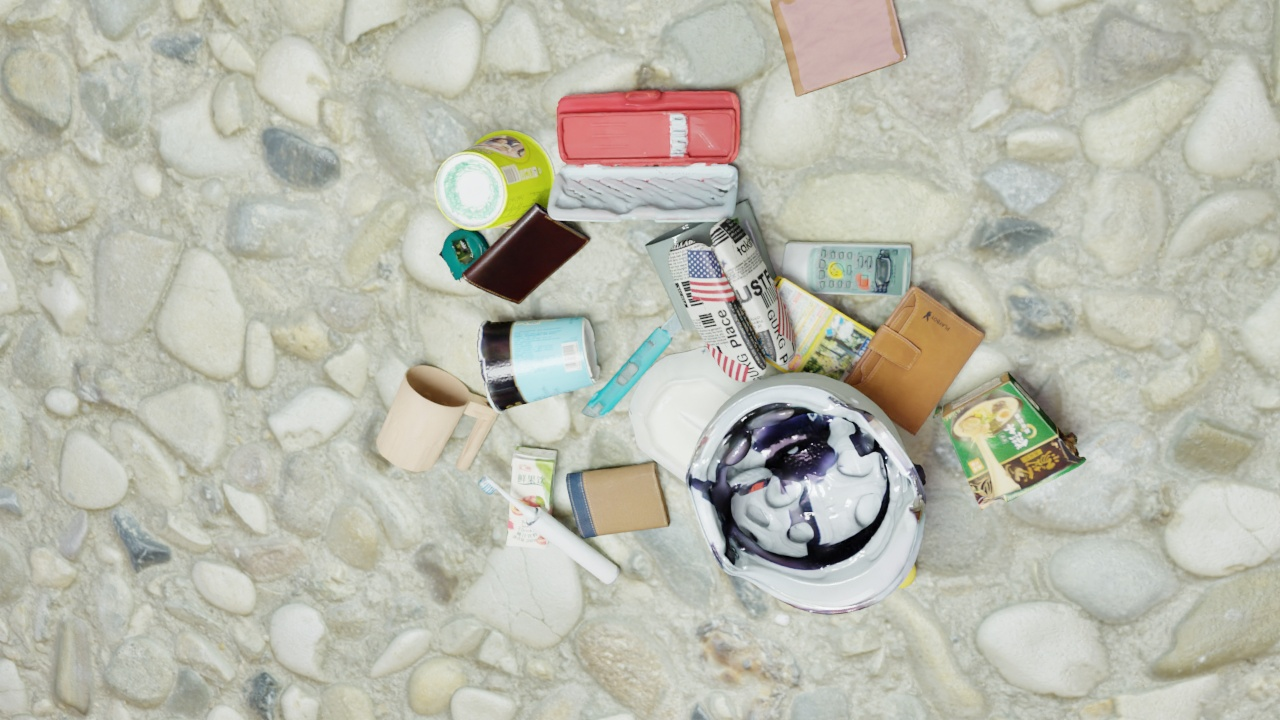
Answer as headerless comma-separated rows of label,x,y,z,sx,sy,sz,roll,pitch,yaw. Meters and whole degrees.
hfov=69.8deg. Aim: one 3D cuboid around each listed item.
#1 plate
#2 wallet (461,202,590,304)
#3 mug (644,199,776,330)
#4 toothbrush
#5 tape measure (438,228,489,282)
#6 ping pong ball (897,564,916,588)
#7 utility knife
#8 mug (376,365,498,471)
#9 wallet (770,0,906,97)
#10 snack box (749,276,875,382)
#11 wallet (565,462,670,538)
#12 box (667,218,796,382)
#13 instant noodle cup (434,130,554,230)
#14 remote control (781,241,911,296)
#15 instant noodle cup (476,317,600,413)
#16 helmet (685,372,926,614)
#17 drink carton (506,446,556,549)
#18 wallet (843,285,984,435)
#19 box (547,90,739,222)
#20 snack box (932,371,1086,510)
plate,0.109,0.100,1.064,0.265,0.034,0.162,36,110,0
wallet,-0.127,-0.116,1.030,0.122,0.096,0.020,-38,57,20
mug,0.080,-0.103,0.993,0.124,0.083,0.103,-25,101,-7
toothbrush,-0.109,0.204,1.110,0.221,0.027,0.026,42,84,-24
tape measure,-0.206,-0.126,1.075,0.058,0.025,0.054,-27,100,18
ping pong ball,0.297,0.243,1.059,0.040,0.040,0.040,4,107,12
utility knife,-0.006,0.006,1.074,0.029,0.013,0.185,41,111,-1
mug,-0.248,0.078,1.125,0.124,0.084,0.104,21,114,-22
wallet,0.199,-0.332,0.923,0.115,0.020,0.101,-14,102,14
snack box,0.185,-0.019,0.989,0.140,0.033,0.087,30,97,-7
wallet,-0.028,0.170,1.119,0.115,0.033,0.090,-10,107,15
box,0.092,-0.059,0.940,0.086,0.075,0.162,-19,107,30
instant noodle cup,-0.164,-0.190,0.994,0.112,0.123,0.112,4,107,12
remote control,0.220,-0.099,0.986,0.135,0.019,0.056,3,107,12
instant noodle cup,-0.113,-0.002,1.056,0.120,0.111,0.111,-10,104,7
helmet,0.172,0.122,0.960,0.229,0.145,0.258,-31,107,20
drink carton,-0.134,0.169,1.135,0.053,0.045,0.123,6,109,-1
wallet,0.282,-0.003,0.969,0.119,0.035,0.131,31,98,-19
box,0.005,-0.213,0.979,0.201,0.069,0.157,2,82,12
snack box,0.379,0.076,0.959,0.118,0.118,0.105,-33,87,20
